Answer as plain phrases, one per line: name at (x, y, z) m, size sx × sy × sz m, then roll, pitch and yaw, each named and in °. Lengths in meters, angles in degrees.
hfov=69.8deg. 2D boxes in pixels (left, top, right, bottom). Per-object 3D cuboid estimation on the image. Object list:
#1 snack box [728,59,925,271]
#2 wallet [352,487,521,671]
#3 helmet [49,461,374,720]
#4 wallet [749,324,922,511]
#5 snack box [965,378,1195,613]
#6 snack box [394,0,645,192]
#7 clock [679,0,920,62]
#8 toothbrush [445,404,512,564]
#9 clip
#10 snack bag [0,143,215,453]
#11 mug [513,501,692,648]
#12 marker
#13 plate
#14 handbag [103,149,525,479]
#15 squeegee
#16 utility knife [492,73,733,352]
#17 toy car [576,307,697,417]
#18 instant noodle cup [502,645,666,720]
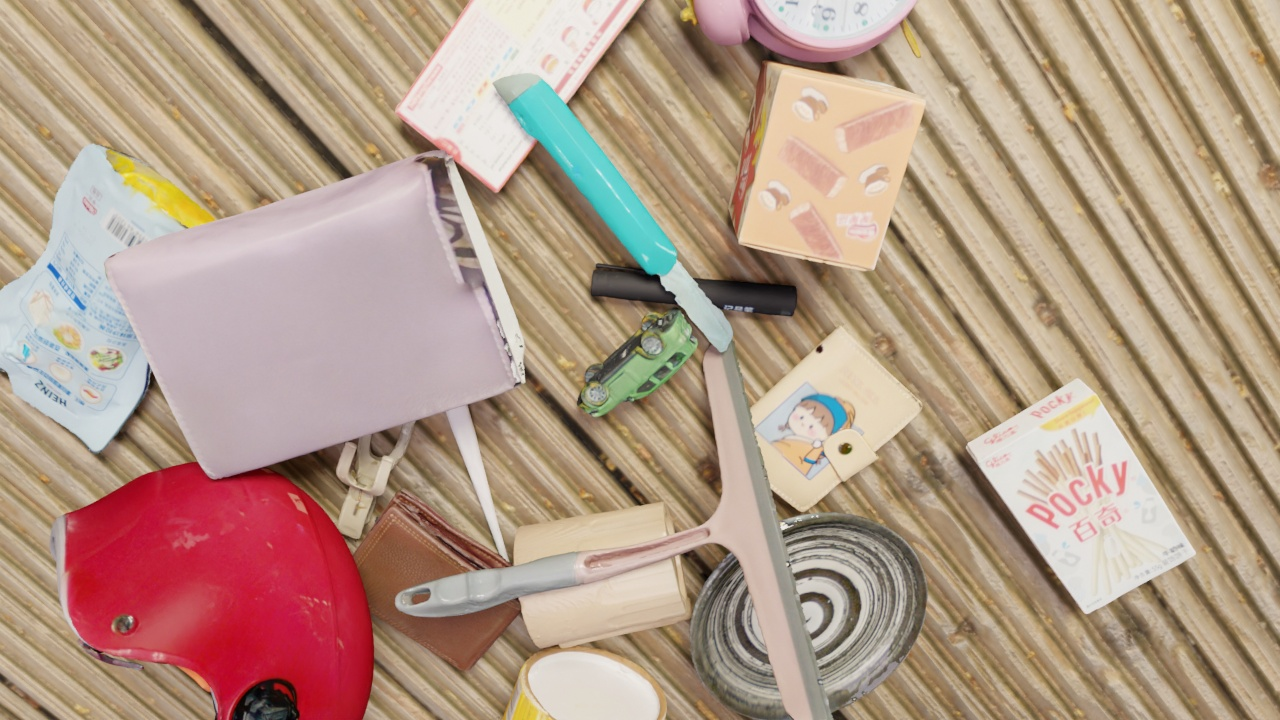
snack box at (0.099, -0.113, 0.520) m, size 0.077 × 0.092 × 0.094 m, roll 11°, pitch 111°, yaw -3°
wallet at (-0.149, 0.162, 0.659) m, size 0.124 × 0.032 × 0.101 m, roll 37°, pitch 119°, yaw -5°
helmet at (-0.250, 0.163, 0.595) m, size 0.143 × 0.207 × 0.240 m, roll -41°, pitch 112°, yaw -27°
wallet at (0.123, 0.043, 0.620) m, size 0.087 × 0.024 × 0.115 m, roll 43°, pitch 105°, yaw -9°
snack box at (0.297, 0.095, 0.618) m, size 0.085 × 0.026 × 0.157 m, roll -35°, pitch 110°, yaw 14°
snack box at (-0.066, -0.182, 0.532) m, size 0.077 × 0.027 × 0.156 m, roll 38°, pitch 108°, yaw -12°
clock at (0.084, -0.224, 0.495) m, size 0.158 × 0.059 × 0.117 m, roll 8°, pitch 111°, yaw 0°
toothbrush at (-0.112, 0.093, 0.647) m, size 0.016 × 0.016 × 0.180 m, roll -11°, pitch 111°, yaw 4°
clip at (-0.188, 0.083, 0.619) m, size 0.035 × 0.092 × 0.103 m, roll 23°, pitch 99°, yaw -8°
snack bag at (-0.351, -0.036, 0.592) m, size 0.110 × 0.038 × 0.191 m, roll 36°, pitch 110°, yaw -17°
mug at (-0.022, 0.159, 0.644) m, size 0.103 × 0.084 × 0.125 m, roll -13°, pitch 135°, yaw 5°
marker at (0.034, -0.045, 0.588) m, size 0.132 × 0.020 × 0.022 m, roll 6°, pitch 95°, yaw 0°
plate at (0.119, 0.183, 0.662) m, size 0.179 × 0.024 × 0.180 m, roll -5°, pitch 113°, yaw -11°
handbag at (-0.183, -0.030, 0.547) m, size 0.197 × 0.098 × 0.145 m, roll -17°, pitch 117°, yaw 0°
squeegee at (-0.033, 0.125, 0.573) m, size 0.250 × 0.247 × 0.040 m, roll -16°, pitch 150°, yaw 9°
utility knife at (-0.009, -0.086, 0.554) m, size 0.029 × 0.013 × 0.216 m, roll -36°, pitch 109°, yaw 11°
toy car at (-0.004, 0.003, 0.595) m, size 0.091 × 0.043 × 0.036 m, roll -38°, pitch 107°, yaw 15°
instant noodle cup at (-0.046, 0.282, 0.663) m, size 0.138 × 0.138 × 0.110 m, roll 14°, pitch 102°, yaw -4°
